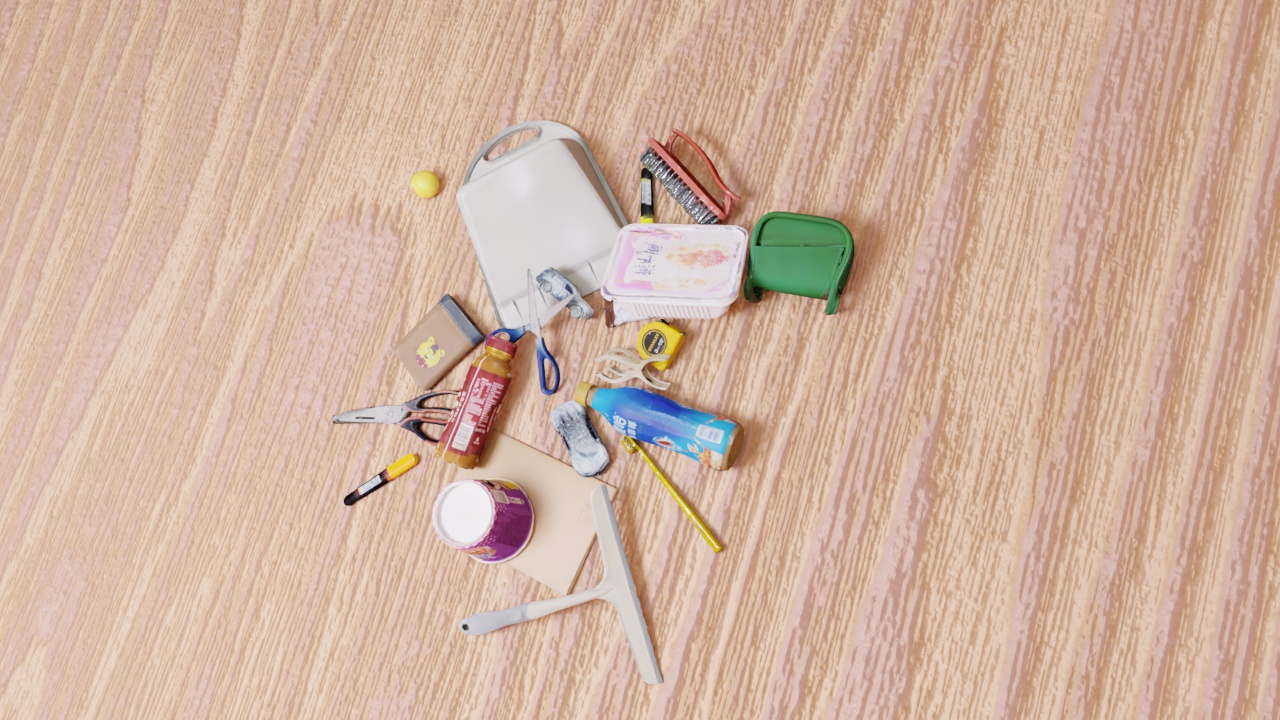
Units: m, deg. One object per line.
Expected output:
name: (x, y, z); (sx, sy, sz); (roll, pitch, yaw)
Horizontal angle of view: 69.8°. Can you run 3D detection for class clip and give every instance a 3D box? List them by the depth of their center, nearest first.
clip: (-0.008, 0.010, 1.175); (0.101, 0.034, 0.076); (6, 112, 24)

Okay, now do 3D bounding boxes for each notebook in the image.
notebook: (-0.151, 0.191, 1.194); (0.211, 0.012, 0.149); (23, 83, 19)

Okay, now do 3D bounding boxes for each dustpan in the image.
dustpan: (-0.142, -0.209, 1.291); (0.223, 0.142, 0.258); (-25, 100, 8)

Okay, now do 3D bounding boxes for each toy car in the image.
toy car: (-0.078, 0.100, 1.182); (0.049, 0.031, 0.105); (-29, 71, -1)
toy car: (-0.098, -0.088, 1.219); (0.090, 0.043, 0.034); (40, 95, 0)

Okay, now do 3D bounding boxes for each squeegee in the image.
squeegee: (-0.124, 0.305, 1.132); (0.247, 0.039, 0.246); (-18, 83, 16)

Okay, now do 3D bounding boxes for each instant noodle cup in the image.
instant noodle cup: (-0.203, 0.196, 1.148); (0.112, 0.099, 0.111); (-4, 75, 16)
instant noodle cup: (0.048, -0.107, 1.165); (0.174, 0.060, 0.137); (3, 51, 16)

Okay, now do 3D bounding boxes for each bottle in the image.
bottle: (0.018, 0.074, 1.147); (0.219, 0.065, 0.065); (18, 82, 20)
bottle: (-0.212, 0.054, 1.204); (0.057, 0.057, 0.175); (21, 86, 19)

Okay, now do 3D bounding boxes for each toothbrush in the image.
toothbrush: (0.037, 0.165, 1.145); (0.016, 0.015, 0.190); (-43, 70, 7)

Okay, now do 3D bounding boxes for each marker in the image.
marker: (0.009, -0.206, 1.246); (0.018, 0.015, 0.124); (-7, 72, 19)
marker: (-0.356, 0.164, 1.257); (0.124, 0.015, 0.018); (-33, 69, 9)

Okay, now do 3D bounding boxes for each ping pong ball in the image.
ping pong ball: (-0.313, -0.256, 1.333); (0.040, 0.040, 0.040); (-4, 76, 15)

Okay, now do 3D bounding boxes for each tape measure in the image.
tape measure: (0.026, -0.022, 1.185); (0.057, 0.028, 0.060); (33, 107, 21)

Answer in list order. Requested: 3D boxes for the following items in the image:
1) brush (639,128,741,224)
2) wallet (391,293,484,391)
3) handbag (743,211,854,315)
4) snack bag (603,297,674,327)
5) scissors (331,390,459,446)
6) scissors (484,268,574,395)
brush: (0.069, -0.239, 1.210); (0.069, 0.063, 0.146); (-44, 70, 16)
wallet: (-0.282, -0.026, 1.274); (0.115, 0.033, 0.090); (-44, 71, 6)
handbag: (0.198, -0.122, 1.149); (0.131, 0.068, 0.120); (12, 87, 17)
snack bag: (0.002, -0.069, 1.207); (0.105, 0.026, 0.045); (-8, 76, 15)
scissors: (-0.331, 0.090, 1.266); (0.210, 0.015, 0.177); (-37, 71, 5)
scissors: (-0.143, -0.033, 1.216); (0.176, 0.012, 0.162); (-24, 89, 32)
